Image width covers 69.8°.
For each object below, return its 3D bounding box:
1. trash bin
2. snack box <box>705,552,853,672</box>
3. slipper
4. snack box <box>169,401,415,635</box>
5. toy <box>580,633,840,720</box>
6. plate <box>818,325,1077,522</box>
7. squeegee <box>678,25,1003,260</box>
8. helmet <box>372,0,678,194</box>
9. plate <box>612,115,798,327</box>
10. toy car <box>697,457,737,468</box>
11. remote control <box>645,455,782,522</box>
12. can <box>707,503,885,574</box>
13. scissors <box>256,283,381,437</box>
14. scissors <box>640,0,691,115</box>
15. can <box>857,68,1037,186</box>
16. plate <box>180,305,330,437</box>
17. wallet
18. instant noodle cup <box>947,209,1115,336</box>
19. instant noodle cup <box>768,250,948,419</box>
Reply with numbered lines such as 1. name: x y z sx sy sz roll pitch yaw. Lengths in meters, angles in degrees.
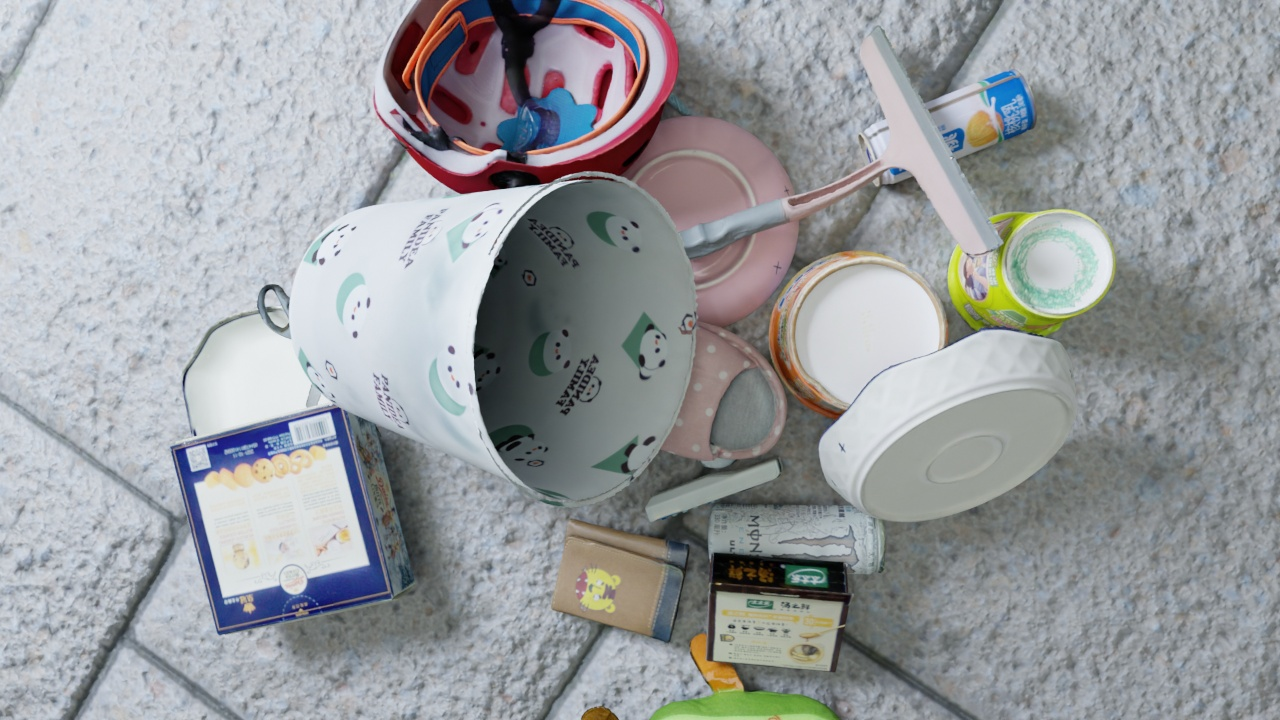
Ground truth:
1. trash bin: -0.122 -0.027 0.708 0.252 0.229 0.229 9 93 40
2. snack box: 0.113 0.208 0.766 0.113 0.053 0.126 3 129 6
3. slipper: -0.005 0.005 0.786 0.274 0.054 0.114 24 102 20
4. snack box: -0.314 0.140 0.826 0.178 0.045 0.182 -14 91 11
5. toy: 0.072 0.351 0.786 0.247 0.090 0.226 -15 73 6
6. plate: 0.242 0.061 0.710 0.205 0.205 0.045 -23 51 8
7. squeegee: 0.122 -0.129 0.747 0.250 0.040 0.247 -22 57 13
8. helmet: -0.087 -0.215 0.770 0.240 0.144 0.206 13 70 7
9. plate: 0.042 -0.121 0.807 0.192 0.039 0.192 0 93 8
10. toy car: 0.062 0.052 0.813 0.043 0.034 0.090 -14 90 5
11. remote control: 0.065 0.111 0.805 0.125 0.049 0.024 -20 85 8
12. can: 0.133 0.153 0.791 0.147 0.058 0.058 0 91 9
13. scissors: -0.282 -0.006 0.838 0.159 0.014 0.178 -37 87 12
14. scissors: 0.001 -0.272 0.825 0.133 0.017 0.118 41 97 1
15. can: 0.255 -0.193 0.768 0.135 0.053 0.053 -21 88 8
16. plate: -0.338 0.082 0.872 0.162 0.034 0.265 -15 89 9
17. wallet: -0.018 0.197 0.829 0.115 0.033 0.090 12 94 12
18. instant noodle cup: 0.312 -0.070 0.727 0.112 0.123 0.111 0 91 8
19. instant noodle cup: 0.181 -0.020 0.753 0.151 0.111 0.151 0 91 9
